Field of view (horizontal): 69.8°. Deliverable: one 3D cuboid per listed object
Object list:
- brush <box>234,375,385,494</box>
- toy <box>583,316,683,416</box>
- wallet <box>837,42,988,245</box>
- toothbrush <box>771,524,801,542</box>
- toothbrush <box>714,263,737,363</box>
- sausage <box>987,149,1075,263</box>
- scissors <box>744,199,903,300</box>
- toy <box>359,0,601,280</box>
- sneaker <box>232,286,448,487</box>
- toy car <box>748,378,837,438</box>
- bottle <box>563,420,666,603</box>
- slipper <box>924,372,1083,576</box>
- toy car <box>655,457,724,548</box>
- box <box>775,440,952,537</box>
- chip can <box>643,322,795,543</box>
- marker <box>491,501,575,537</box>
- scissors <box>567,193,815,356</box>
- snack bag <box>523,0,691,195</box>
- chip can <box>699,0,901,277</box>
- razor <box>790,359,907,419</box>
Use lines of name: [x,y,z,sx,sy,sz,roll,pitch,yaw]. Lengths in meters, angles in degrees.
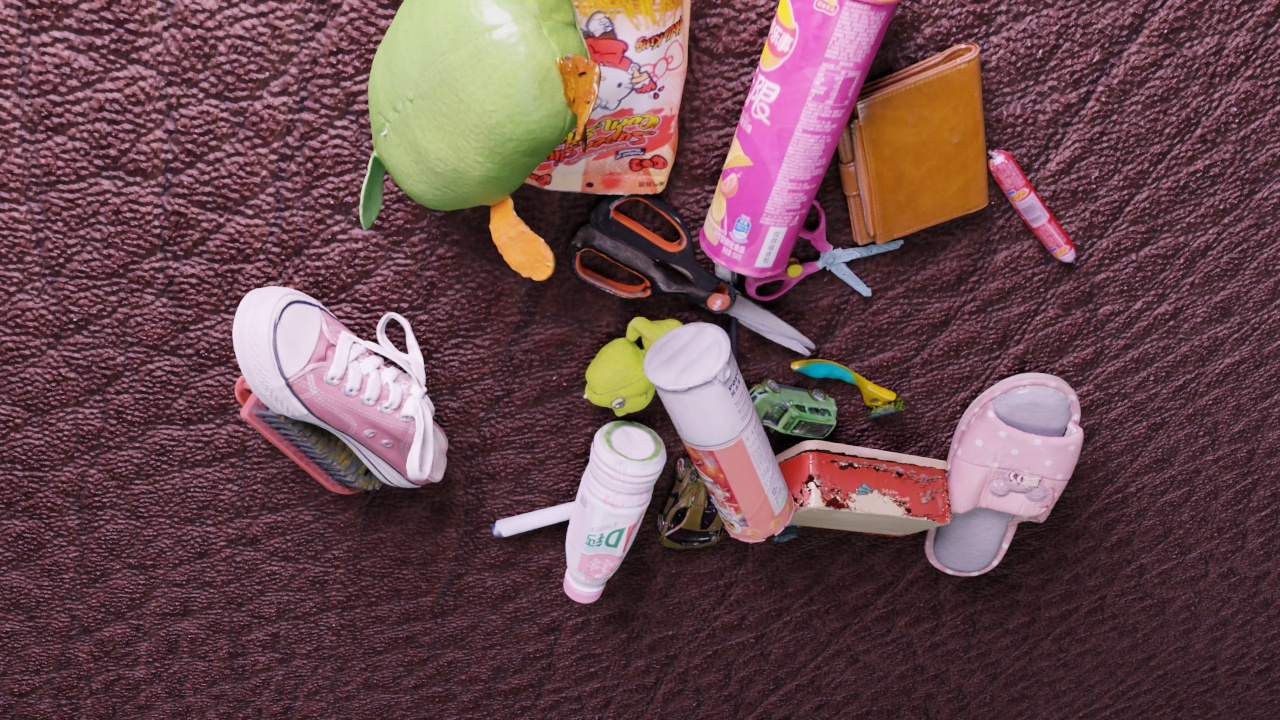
brush: [-0.268,0.060,0.758,0.069,0.063,0.146,3,144,29]
toy: [-0.005,0.005,0.773,0.100,0.031,0.097,-20,130,3]
wallet: [0.192,-0.147,0.663,0.119,0.035,0.131,-18,133,6]
toothbrush: [0.230,0.158,0.977,0.192,0.018,0.016,-19,134,8]
toothbrush: [0.076,-0.016,0.780,0.018,0.015,0.181,-6,134,2]
sausage: [0.311,-0.119,0.726,0.020,0.020,0.156,-37,129,23]
scissors: [0.146,-0.087,0.728,0.133,0.017,0.125,-13,131,-5]
toy: [-0.090,-0.154,0.510,0.089,0.227,0.247,-16,180,-36]
sneaker: [-0.203,0.025,0.701,0.088,0.118,0.241,-7,143,20]
toy car: [0.137,0.046,0.840,0.091,0.036,0.043,13,131,-17]
bottle: [-0.033,0.149,0.865,0.068,0.068,0.197,7,125,-18]
slipper: [0.358,0.129,0.923,0.114,0.054,0.275,12,127,3]
toy car: [0.061,0.146,0.917,0.070,0.042,0.158,3,135,-14]
box: [0.213,0.135,0.889,0.168,0.079,0.092,10,156,-20]
chip can: [0.073,0.067,0.778,0.071,0.071,0.215,-21,131,8]
marker: [-0.083,0.154,0.909,0.131,0.018,0.022,-15,97,2]
scissors: [0.059,-0.064,0.709,0.235,0.021,0.137,10,128,-12]
snack bag: [-0.029,-0.187,0.570,0.128,0.073,0.208,-3,141,-10]
chip can: [0.100,-0.158,0.610,0.071,0.071,0.211,4,133,-16]
razor: [0.183,0.020,0.827,0.132,0.028,0.043,22,157,-32]
